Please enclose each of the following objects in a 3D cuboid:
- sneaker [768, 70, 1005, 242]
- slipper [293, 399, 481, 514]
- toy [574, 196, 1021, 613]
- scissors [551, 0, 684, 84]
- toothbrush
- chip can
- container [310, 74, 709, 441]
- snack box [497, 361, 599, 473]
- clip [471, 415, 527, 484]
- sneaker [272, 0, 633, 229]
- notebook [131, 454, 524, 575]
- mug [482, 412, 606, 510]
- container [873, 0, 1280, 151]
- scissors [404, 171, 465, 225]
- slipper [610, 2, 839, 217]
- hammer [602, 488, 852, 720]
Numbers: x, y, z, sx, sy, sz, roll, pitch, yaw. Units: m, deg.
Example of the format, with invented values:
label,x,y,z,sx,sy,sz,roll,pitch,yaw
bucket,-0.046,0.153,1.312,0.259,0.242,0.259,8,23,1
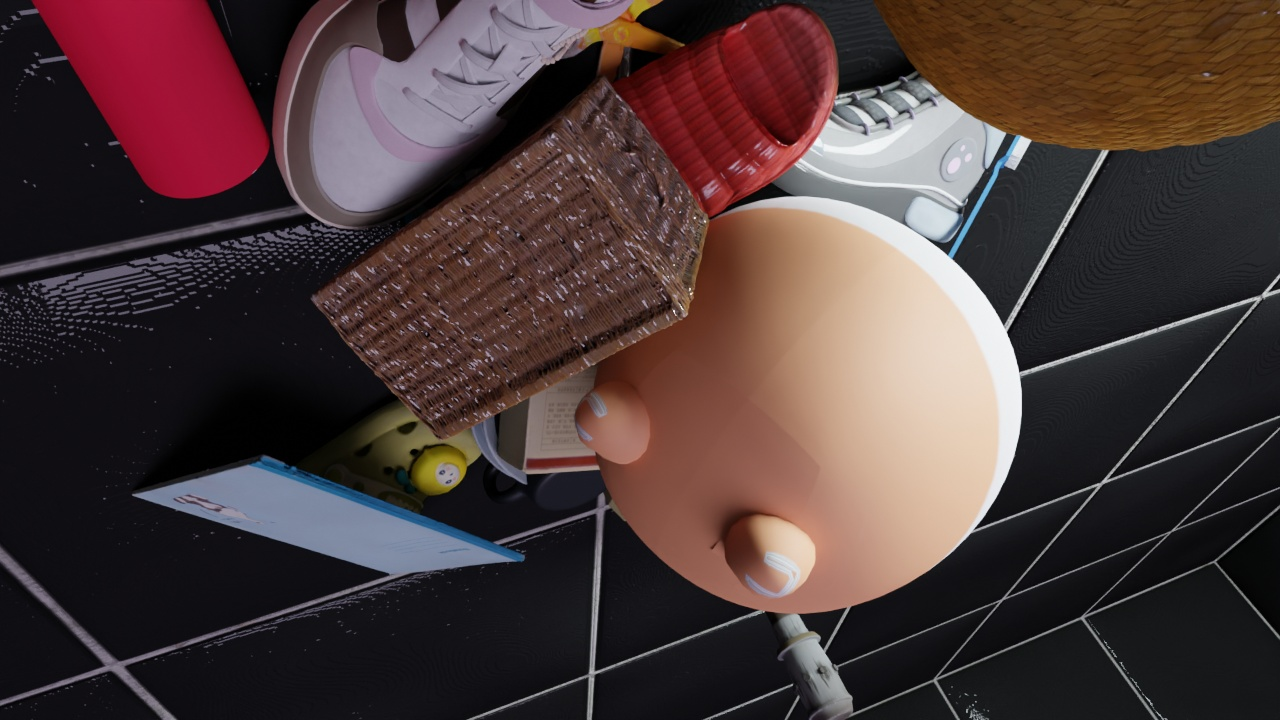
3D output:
label,x,y,z,sx,sy,sz,roll,pitch,yaw
sneaker,0.177,-0.182,0.651,0.256,0.093,0.161,10,122,-40
slipper,-0.211,0.096,0.753,0.190,0.081,0.092,-27,143,5
toy,0.092,0.036,0.589,0.279,0.263,0.266,-26,150,-52
scissors,-0.017,-0.201,0.554,0.131,0.011,0.126,-5,140,-25
toothbrush,0.260,-0.113,0.703,0.166,0.014,0.016,-58,166,-15
chip can,-0.233,-0.173,0.397,0.069,0.069,0.221,-19,145,-11
container,-0.067,-0.057,0.523,0.199,0.112,0.114,-27,112,28
snack box,-0.004,0.004,0.723,0.207,0.055,0.153,0,100,-34
clip,-0.074,-0.001,0.727,0.164,0.031,0.169,-30,118,-30
sneaker,-0.072,-0.152,0.432,0.111,0.116,0.294,23,123,-42
notebook,-0.244,0.134,0.739,0.182,0.009,0.253,-15,146,36
mug,-0.087,0.082,0.800,0.122,0.094,0.085,-34,144,10
container,0.231,-0.246,0.407,0.307,0.306,0.196,-40,140,18
scissors,-0.133,-0.090,0.614,0.118,0.019,0.152,6,132,-38
slipper,0.010,-0.128,0.572,0.249,0.103,0.059,-32,176,20
hammer,0.098,0.174,0.838,0.190,0.324,0.101,-2,138,-32
